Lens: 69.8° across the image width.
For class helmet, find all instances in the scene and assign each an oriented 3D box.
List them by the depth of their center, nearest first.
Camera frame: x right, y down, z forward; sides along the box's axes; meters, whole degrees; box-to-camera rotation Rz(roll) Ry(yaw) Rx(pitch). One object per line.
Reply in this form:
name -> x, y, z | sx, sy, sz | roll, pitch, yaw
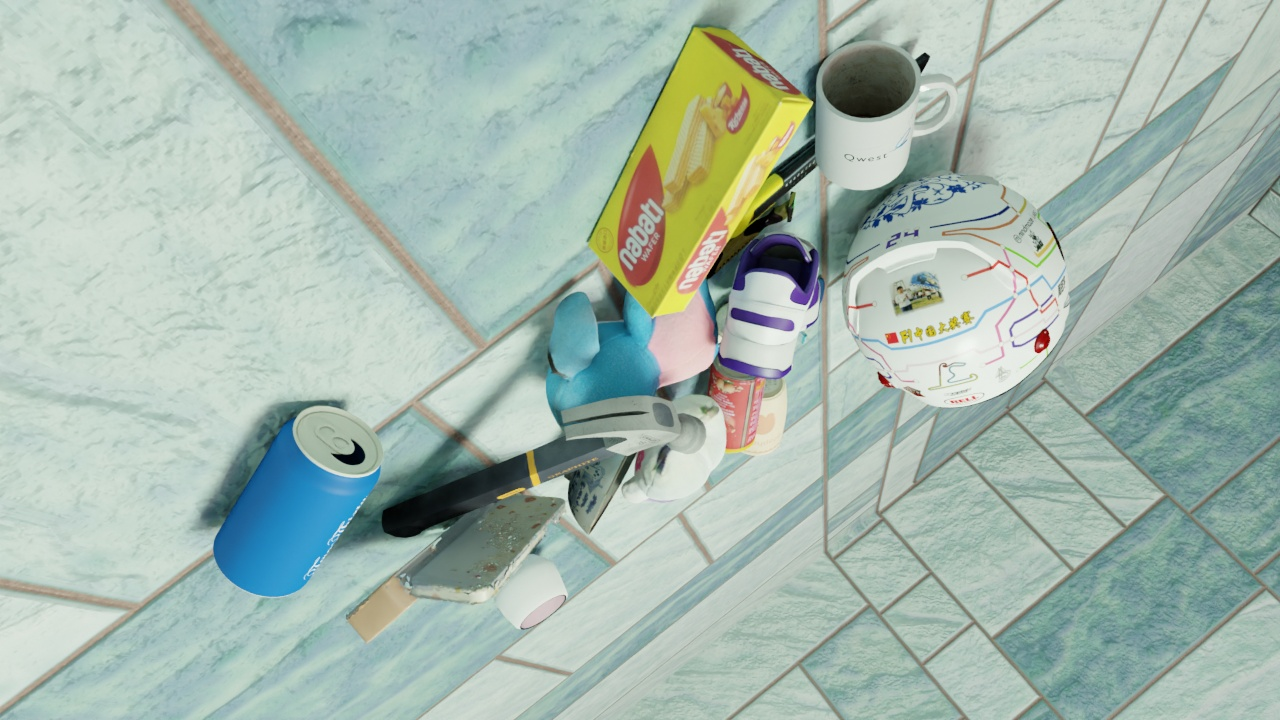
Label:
helmet -> 0.349, -0.093, 1.033 | 0.232, 0.236, 0.313 | -17, -168, 33

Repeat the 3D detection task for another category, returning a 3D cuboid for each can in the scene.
can -> -0.261, 0.109, 0.698 | 0.078, 0.079, 0.146 | -1, 135, -55
can -> 0.113, 0.047, 1.105 | 0.066, 0.067, 0.125 | -25, 138, -29

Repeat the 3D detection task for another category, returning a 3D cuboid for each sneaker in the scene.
sneaker -> 0.132, -0.080, 0.890 | 0.243, 0.092, 0.111 | -56, 157, -61

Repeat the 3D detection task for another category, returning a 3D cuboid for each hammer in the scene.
hammer -> -0.105, 0.103, 0.826 | 0.313, 0.035, 0.139 | -24, 155, 25

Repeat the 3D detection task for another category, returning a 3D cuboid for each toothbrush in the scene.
toothbrush -> 0.214, -0.061, 1.157 | 0.021, 0.016, 0.132 | -32, 156, -22

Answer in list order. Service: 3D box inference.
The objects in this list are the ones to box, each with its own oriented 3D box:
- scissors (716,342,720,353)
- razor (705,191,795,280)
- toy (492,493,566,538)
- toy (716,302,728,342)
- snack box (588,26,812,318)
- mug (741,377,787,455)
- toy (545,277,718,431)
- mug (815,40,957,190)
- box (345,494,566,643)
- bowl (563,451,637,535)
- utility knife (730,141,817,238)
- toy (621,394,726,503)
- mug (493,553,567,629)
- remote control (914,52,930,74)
scissors -> 0.071, -0.013, 0.993 | 0.130, 0.014, 0.126 | 4, 160, -38
razor -> 0.095, -0.111, 0.893 | 0.144, 0.021, 0.044 | -40, 168, -1
toy -> -0.134, 0.167, 1.019 | 0.103, 0.050, 0.065 | -12, -178, 26
toy -> 0.117, -0.041, 1.006 | 0.112, 0.050, 0.087 | -23, 162, 24
snack box -> 0.036, -0.134, 0.683 | 0.042, 0.092, 0.201 | -16, 147, -44
mug -> 0.137, 0.061, 1.198 | 0.111, 0.085, 0.104 | -4, 139, -6
toy -> -0.005, 0.005, 0.858 | 0.191, 0.099, 0.224 | -36, 147, -18
mug -> 0.210, -0.212, 0.786 | 0.119, 0.083, 0.096 | -12, 156, 5
box -> -0.169, 0.187, 0.881 | 0.157, 0.071, 0.216 | -11, -171, 18
bowl -> -0.044, 0.112, 1.010 | 0.150, 0.057, 0.151 | -62, 175, -10
utility knife -> 0.165, -0.194, 0.856 | 0.233, 0.020, 0.029 | -41, 159, -4
toy -> 0.039, 0.116, 1.066 | 0.137, 0.085, 0.209 | -53, 174, -14
mug -> -0.138, 0.298, 1.204 | 0.090, 0.076, 0.123 | -46, 155, 14
remote control -> 0.235, -0.228, 0.871 | 0.045, 0.021, 0.141 | -40, 164, -24
